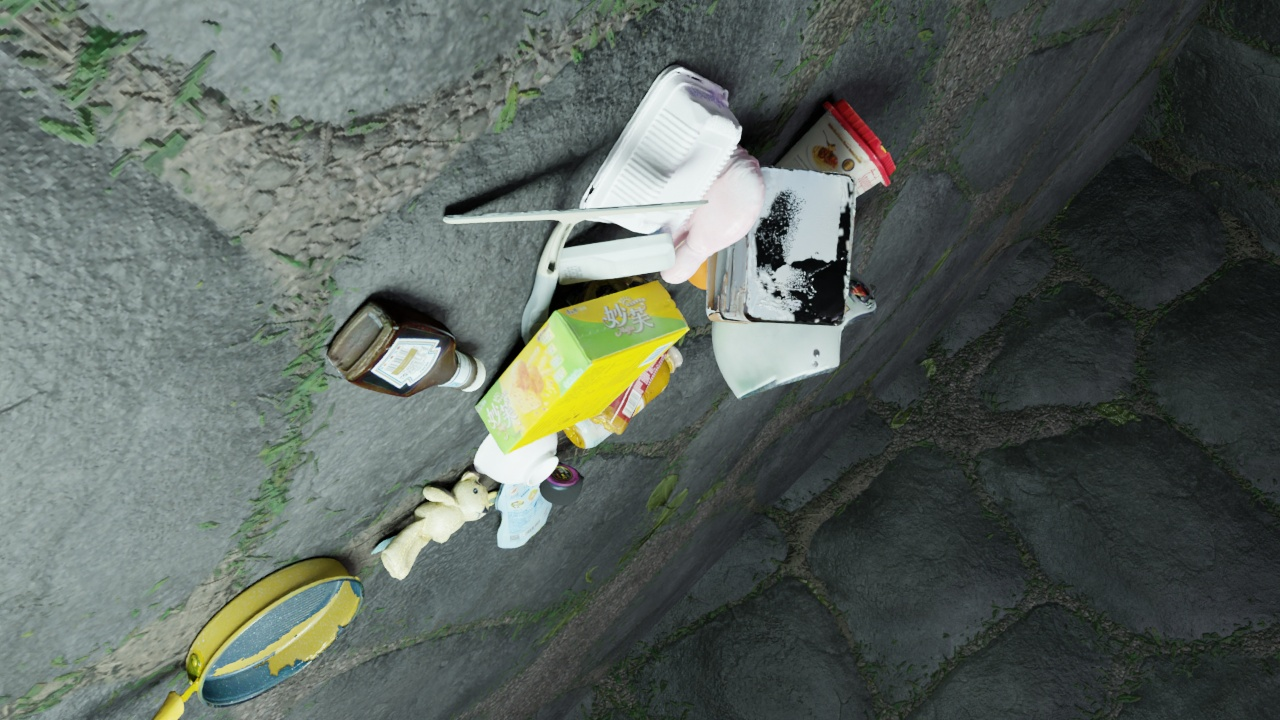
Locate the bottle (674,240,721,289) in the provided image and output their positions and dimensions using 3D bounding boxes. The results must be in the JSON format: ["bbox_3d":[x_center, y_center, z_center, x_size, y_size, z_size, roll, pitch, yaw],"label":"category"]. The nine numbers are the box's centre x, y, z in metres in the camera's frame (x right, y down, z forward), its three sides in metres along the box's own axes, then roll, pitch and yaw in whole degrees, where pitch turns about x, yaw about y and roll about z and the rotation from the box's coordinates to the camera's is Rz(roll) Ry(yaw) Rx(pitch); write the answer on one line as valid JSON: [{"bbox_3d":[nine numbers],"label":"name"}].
[{"bbox_3d":[0.066,-0.135,1.105,0.067,0.067,0.149,-48,152,4],"label":"bottle"}]

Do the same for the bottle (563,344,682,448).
[{"bbox_3d":[-0.022,0.042,1.238,0.189,0.068,0.068,-37,157,-23],"label":"bottle"}]

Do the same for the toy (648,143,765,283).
[{"bbox_3d":[0.069,-0.159,0.992,0.054,0.121,0.160,27,113,-42],"label":"toy"}]

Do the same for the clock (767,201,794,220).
[{"bbox_3d":[0.183,-0.160,1.195,0.082,0.055,0.122,-57,-172,12],"label":"clock"}]

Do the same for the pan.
[{"bbox_3d":[-0.439,0.332,0.952,0.356,0.078,0.198,-23,148,-47],"label":"pan"}]

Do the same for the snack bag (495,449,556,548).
[{"bbox_3d":[-0.161,0.192,1.290,0.110,0.039,0.191,-32,152,-27],"label":"snack bag"}]

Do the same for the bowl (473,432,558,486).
[{"bbox_3d":[-0.142,0.118,1.152,0.118,0.065,0.118,-39,157,-20],"label":"bowl"}]

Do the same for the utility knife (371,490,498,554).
[{"bbox_3d":[-0.254,0.202,1.168,0.215,0.022,0.031,-12,135,-49],"label":"utility knife"}]

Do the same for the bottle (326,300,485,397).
[{"bbox_3d":[-0.203,-0.001,0.849,0.080,0.044,0.194,-48,160,5],"label":"bottle"}]

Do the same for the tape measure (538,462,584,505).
[{"bbox_3d":[-0.108,0.169,1.239,0.057,0.057,0.039,-30,142,-52],"label":"tape measure"}]

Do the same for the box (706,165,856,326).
[{"bbox_3d":[0.143,-0.130,1.090,0.174,0.152,0.182,-158,-109,-75],"label":"box"}]

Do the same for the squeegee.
[{"bbox_3d":[-0.088,-0.087,0.907,0.246,0.039,0.247,-8,153,-23],"label":"squeegee"}]

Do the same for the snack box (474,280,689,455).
[{"bbox_3d":[-0.067,0.009,1.010,0.157,0.070,0.211,-21,164,-43],"label":"snack box"}]

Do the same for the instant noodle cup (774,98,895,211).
[{"bbox_3d":[0.244,-0.249,1.176,0.124,0.116,0.116,-40,162,15],"label":"instant noodle cup"}]

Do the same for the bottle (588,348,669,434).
[{"bbox_3d":[-0.007,0.007,1.173,0.174,0.057,0.057,-60,162,-14],"label":"bottle"}]

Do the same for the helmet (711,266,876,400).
[{"bbox_3d":[0.202,-0.075,1.315,0.231,0.157,0.273,-20,-156,52],"label":"helmet"}]

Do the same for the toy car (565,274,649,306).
[{"bbox_3d":[-0.030,-0.077,1.050,0.070,0.042,0.158,-50,162,11],"label":"toy car"}]

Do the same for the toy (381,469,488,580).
[{"bbox_3d":[-0.244,0.198,1.100,0.156,0.066,0.105,-42,143,-32],"label":"toy"}]

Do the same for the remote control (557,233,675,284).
[{"bbox_3d":[-0.026,-0.103,0.946,0.125,0.024,0.049,-8,155,3],"label":"remote control"}]

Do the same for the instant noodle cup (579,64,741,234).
[{"bbox_3d":[0.031,-0.197,0.921,0.174,0.060,0.137,-56,157,21],"label":"instant noodle cup"}]
